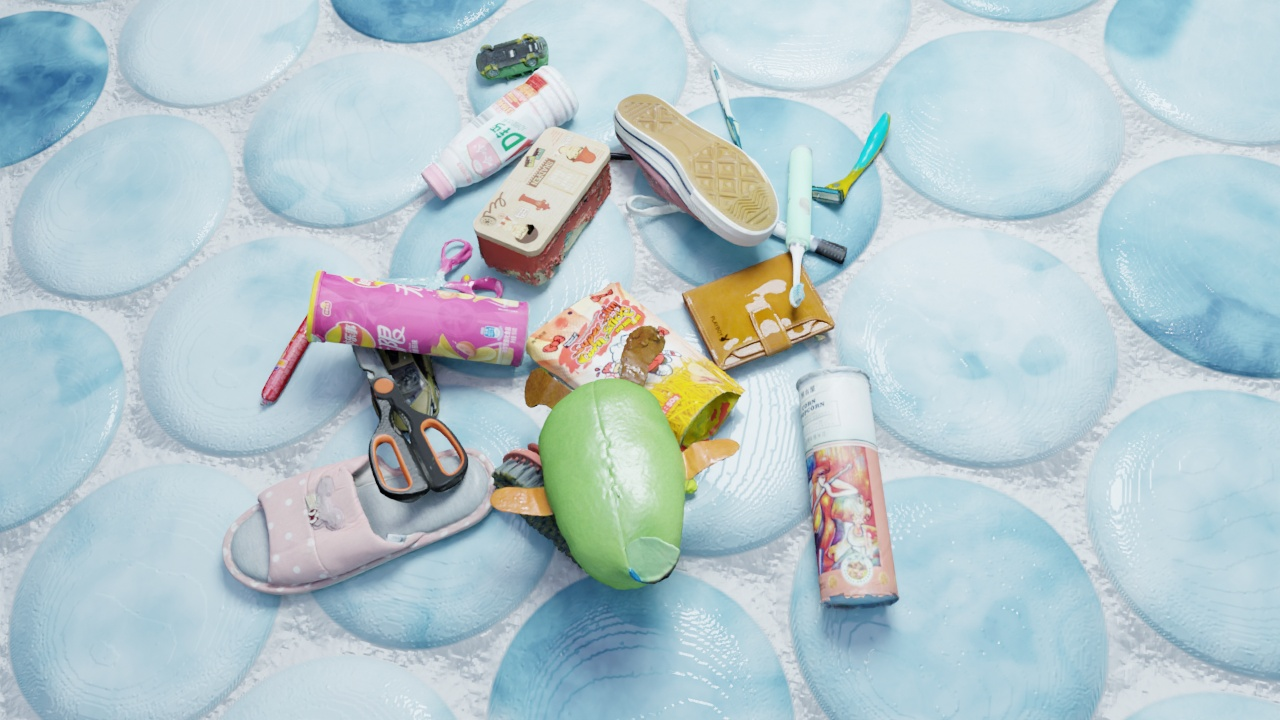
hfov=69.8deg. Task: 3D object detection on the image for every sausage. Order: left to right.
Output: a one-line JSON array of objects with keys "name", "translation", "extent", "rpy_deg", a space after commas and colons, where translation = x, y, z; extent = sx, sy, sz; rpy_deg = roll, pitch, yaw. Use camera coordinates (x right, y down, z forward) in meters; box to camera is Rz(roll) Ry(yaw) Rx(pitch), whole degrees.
[{"name": "sausage", "translation": [-0.371, -0.018, 0.997], "extent": [0.020, 0.020, 0.155], "rpy_deg": [18, 68, 14]}]

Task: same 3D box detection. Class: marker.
[{"name": "marker", "translation": [0.164, -0.139, 0.999], "extent": [0.131, 0.018, 0.022], "rpy_deg": [28, 50, 17]}]

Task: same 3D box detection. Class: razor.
[{"name": "razor", "translation": [0.244, -0.226, 1.024], "extent": [0.043, 0.028, 0.132], "rpy_deg": [20, 68, 48]}]

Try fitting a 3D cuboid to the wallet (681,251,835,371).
[{"name": "wallet", "translation": [0.124, -0.045, 0.953], "extent": [0.130, 0.035, 0.119], "rpy_deg": [-21, 58, -5]}]

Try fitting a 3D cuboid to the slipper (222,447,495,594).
[{"name": "slipper", "translation": [-0.273, 0.149, 0.889], "extent": [0.274, 0.054, 0.114], "rpy_deg": [-15, 64, -3]}]

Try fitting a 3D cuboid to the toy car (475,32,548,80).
[{"name": "toy car", "translation": [-0.157, -0.370, 1.128], "extent": [0.091, 0.036, 0.043], "rpy_deg": [-13, 65, -1]}]

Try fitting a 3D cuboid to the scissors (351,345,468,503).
[{"name": "scissors", "translation": [-0.238, 0.037, 0.920], "extent": [0.136, 0.022, 0.234], "rpy_deg": [-1, 55, -15]}]

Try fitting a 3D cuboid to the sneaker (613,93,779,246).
[{"name": "sneaker", "translation": [0.055, -0.193, 0.997], "extent": [0.118, 0.088, 0.241], "rpy_deg": [-32, 61, -24]}]

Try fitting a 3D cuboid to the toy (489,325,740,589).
[{"name": "toy", "translation": [-0.026, 0.092, 0.815], "extent": [0.227, 0.090, 0.246], "rpy_deg": [-16, 57, 6]}]

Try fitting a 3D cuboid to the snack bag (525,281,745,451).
[{"name": "snack bag", "translation": [-0.005, 0.005, 0.924], "extent": [0.128, 0.073, 0.208], "rpy_deg": [-40, 61, -21]}]

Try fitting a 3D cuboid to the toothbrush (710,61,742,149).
[{"name": "toothbrush", "translation": [0.110, -0.277, 1.070], "extent": [0.018, 0.016, 0.191], "rpy_deg": [-9, 64, -10]}]

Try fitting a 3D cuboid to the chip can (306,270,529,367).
[{"name": "chip can", "translation": [-0.221, -0.041, 0.925], "extent": [0.210, 0.072, 0.071], "rpy_deg": [7, 64, -13]}]

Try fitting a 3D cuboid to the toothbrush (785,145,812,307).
[{"name": "toothbrush", "translation": [0.168, -0.145, 0.974], "extent": [0.026, 0.027, 0.224], "rpy_deg": [19, 54, -14]}]

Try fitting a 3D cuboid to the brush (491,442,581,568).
[{"name": "brush", "translation": [-0.075, 0.132, 0.877], "extent": [0.146, 0.063, 0.069], "rpy_deg": [35, 42, 20]}]

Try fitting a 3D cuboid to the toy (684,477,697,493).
[{"name": "toy", "translation": [0.003, 0.105, 0.892], "extent": [0.096, 0.031, 0.100], "rpy_deg": [-7, 55, -12]}]

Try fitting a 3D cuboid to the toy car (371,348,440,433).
[{"name": "toy car", "translation": [-0.254, 0.002, 0.965], "extent": [0.070, 0.042, 0.158], "rpy_deg": [-19, 67, -3]}]

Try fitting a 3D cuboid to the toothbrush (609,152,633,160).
[{"name": "toothbrush", "translation": [-0.028, -0.234, 1.064], "extent": [0.181, 0.016, 0.018], "rpy_deg": [8, 75, 9]}]

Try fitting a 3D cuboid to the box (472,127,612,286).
[{"name": "box", "translation": [-0.102, -0.165, 1.013], "extent": [0.091, 0.079, 0.168], "rpy_deg": [23, 63, 17]}]

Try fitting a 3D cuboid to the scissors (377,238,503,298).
[{"name": "scissors", "translation": [-0.218, -0.093, 1.000], "extent": [0.133, 0.017, 0.125], "rpy_deg": [0, 56, -16]}]

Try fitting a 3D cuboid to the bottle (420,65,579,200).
[{"name": "bottle", "translation": [-0.164, -0.259, 1.064], "extent": [0.196, 0.068, 0.068], "rpy_deg": [-40, 68, -8]}]

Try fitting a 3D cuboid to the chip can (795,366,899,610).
[{"name": "chip can", "translation": [0.190, 0.117, 0.847], "extent": [0.071, 0.071, 0.214], "rpy_deg": [-4, 65, 4]}]
